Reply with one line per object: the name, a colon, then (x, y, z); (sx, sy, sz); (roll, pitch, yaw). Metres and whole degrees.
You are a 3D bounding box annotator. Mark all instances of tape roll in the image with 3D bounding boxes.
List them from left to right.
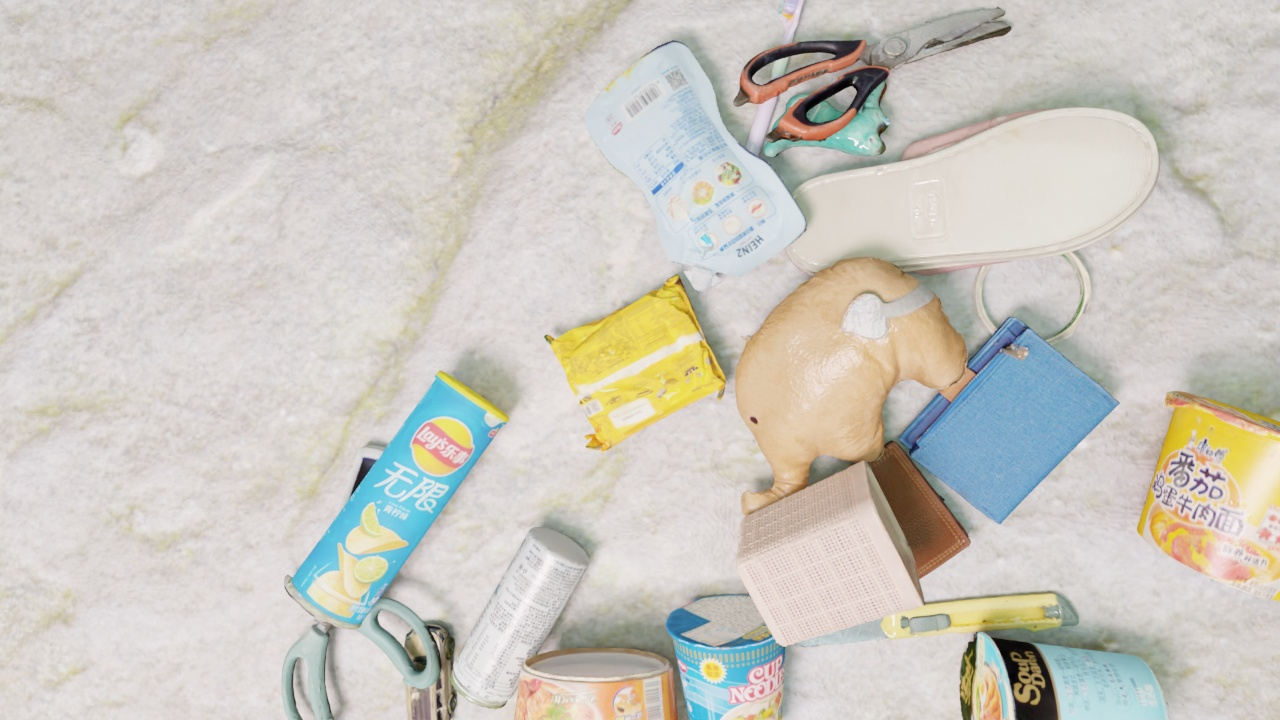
tape roll: (0.305, -0.052, 0.718); (0.086, 0.014, 0.086); (0, 92, 9)

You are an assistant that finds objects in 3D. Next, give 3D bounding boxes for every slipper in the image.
slipper: (0.243, -0.121, 0.704); (0.275, 0.054, 0.114); (-11, 86, 21)

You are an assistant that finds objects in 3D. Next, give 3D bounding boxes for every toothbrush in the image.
toothbrush: (0.097, -0.198, 0.744); (0.021, 0.029, 0.189); (13, 96, -30)

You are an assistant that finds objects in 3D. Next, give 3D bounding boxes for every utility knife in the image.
utility knife: (0.236, 0.211, 0.740); (0.220, 0.022, 0.031); (-9, 84, 13)

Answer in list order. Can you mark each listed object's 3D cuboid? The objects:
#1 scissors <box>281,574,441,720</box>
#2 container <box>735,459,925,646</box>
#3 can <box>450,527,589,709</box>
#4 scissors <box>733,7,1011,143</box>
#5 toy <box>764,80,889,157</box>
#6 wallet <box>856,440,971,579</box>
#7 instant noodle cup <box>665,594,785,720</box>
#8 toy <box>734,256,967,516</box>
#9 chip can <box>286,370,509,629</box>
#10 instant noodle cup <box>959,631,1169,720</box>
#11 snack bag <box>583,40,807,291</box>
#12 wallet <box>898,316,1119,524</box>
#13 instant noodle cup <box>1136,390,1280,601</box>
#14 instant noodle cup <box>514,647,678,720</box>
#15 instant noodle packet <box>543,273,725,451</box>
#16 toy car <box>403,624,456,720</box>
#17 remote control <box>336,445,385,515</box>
scissors: (-0.242, 0.251, 0.784); (0.180, 0.019, 0.170); (4, 89, 21)
container: (0.136, 0.145, 0.679); (0.111, 0.090, 0.090); (-26, 102, 16)
can: (-0.101, 0.214, 0.767); (0.058, 0.058, 0.147); (30, 96, 7)
scissors: (0.186, -0.222, 0.707); (0.207, 0.015, 0.192); (16, 70, 11)
toy: (0.155, -0.189, 0.725); (0.092, 0.030, 0.096); (20, 69, 22)
wallet: (0.184, 0.137, 0.736); (0.124, 0.032, 0.101); (-37, 83, 8)
instant noodle cup: (0.074, 0.256, 0.729); (0.099, 0.099, 0.110); (-5, 99, 9)
toy: (0.138, 0.023, 0.712); (0.143, 0.082, 0.226); (43, 112, 9)
chip can: (-0.196, 0.113, 0.752); (0.071, 0.071, 0.210); (34, 85, 6)
instant noodle cup: (0.316, 0.262, 0.685); (0.120, 0.111, 0.111); (1, 92, 1)
snack bag: (0.041, -0.152, 0.737); (0.110, 0.038, 0.191); (-34, 83, 13)
wallet: (0.282, 0.047, 0.711); (0.106, 0.040, 0.133); (39, 103, 1)
instant noodle cup: (0.429, 0.096, 0.649); (0.138, 0.137, 0.110); (20, 103, 8)
instant noodle cup: (-0.034, 0.293, 0.721); (0.151, 0.151, 0.111); (-1, 83, 9)
instant noodle packet: (-0.004, 0.004, 0.753); (0.128, 0.044, 0.110); (-25, 83, 6)
toy car: (-0.185, 0.275, 0.794); (0.042, 0.035, 0.090); (-2, 89, 8)
remote control: (-0.241, 0.150, 0.806); (0.058, 0.021, 0.150); (20, 95, 8)
